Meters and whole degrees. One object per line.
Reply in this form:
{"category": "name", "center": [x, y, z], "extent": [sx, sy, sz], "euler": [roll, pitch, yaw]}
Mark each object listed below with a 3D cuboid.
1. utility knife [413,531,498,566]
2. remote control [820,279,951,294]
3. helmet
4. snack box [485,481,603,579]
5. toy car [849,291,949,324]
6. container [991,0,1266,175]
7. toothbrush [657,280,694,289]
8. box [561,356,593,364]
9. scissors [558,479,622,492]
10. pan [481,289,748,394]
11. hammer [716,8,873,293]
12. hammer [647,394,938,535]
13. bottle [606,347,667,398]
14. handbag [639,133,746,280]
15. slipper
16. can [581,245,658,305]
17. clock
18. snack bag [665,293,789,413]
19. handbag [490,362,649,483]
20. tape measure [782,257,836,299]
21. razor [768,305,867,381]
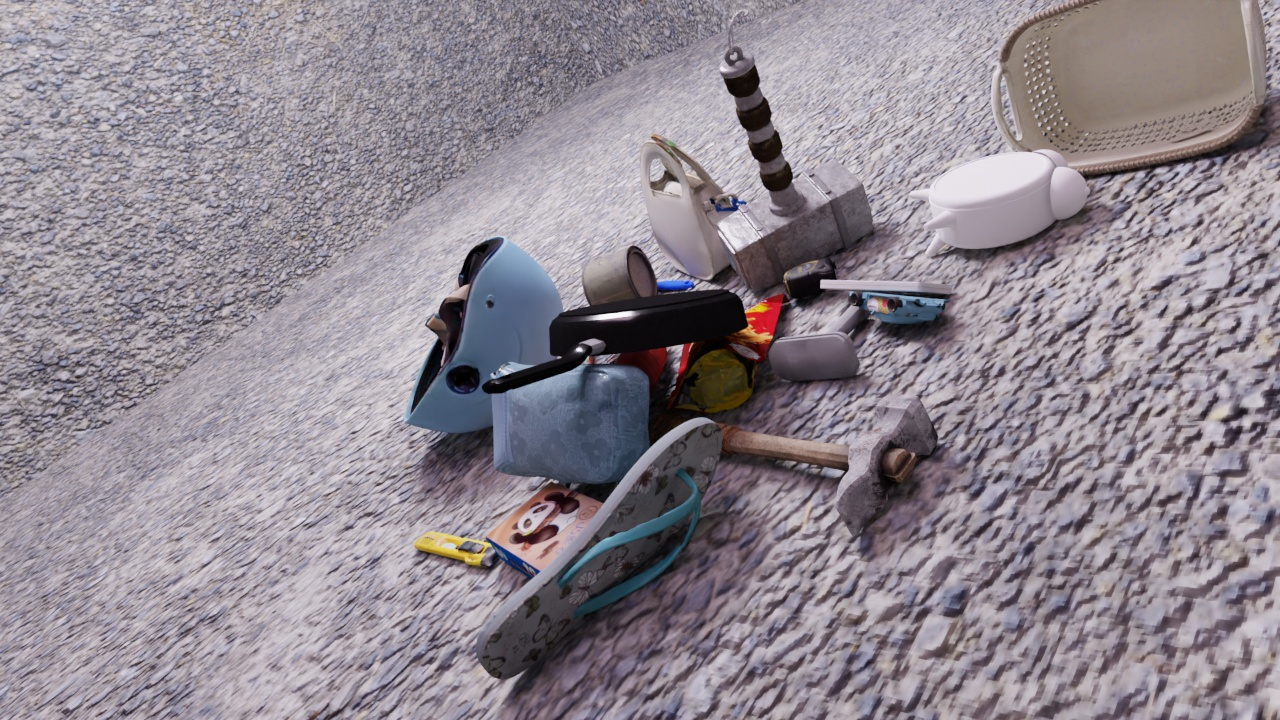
{"category": "utility knife", "center": [-0.193, 0.194, 0.948], "extent": [0.152, 0.017, 0.030], "euler": [-6, 23, 48]}
{"category": "remote control", "center": [0.253, -0.078, 0.958], "extent": [0.050, 0.011, 0.136], "euler": [1, 4, -34]}
{"category": "helmet", "center": [-0.195, -0.015, 1.165], "extent": [0.266, 0.167, 0.225], "euler": [-56, 16, 9]}
{"category": "snack box", "center": [-0.072, 0.164, 0.842], "extent": [0.087, 0.034, 0.151], "euler": [-40, 26, -24]}
{"category": "toy car", "center": [0.251, -0.051, 0.905], "extent": [0.060, 0.027, 0.108], "euler": [1, 8, -23]}
{"category": "container", "center": [0.514, -0.303, 0.955], "extent": [0.247, 0.185, 0.142], "euler": [-2, 25, 46]}
{"category": "toothbrush", "center": [0.012, -0.106, 1.329], "extent": [0.183, 0.018, 0.016], "euler": [4, 39, 48]}
{"category": "box", "center": [-0.085, 0.000, 1.180], "extent": [0.186, 0.056, 0.059], "euler": [-104, 35, -67]}
{"category": "scissors", "center": [-0.029, 0.113, 0.905], "extent": [0.175, 0.014, 0.141], "euler": [-23, 38, 37]}
{"category": "pan", "center": [-0.032, -0.025, 0.873], "extent": [0.204, 0.044, 0.354], "euler": [-4, 8, 32]}
{"category": "hammer", "center": [0.146, -0.241, 1.060], "extent": [0.177, 0.326, 0.079], "euler": [-28, 41, 2]}
{"category": "hammer", "center": [0.105, 0.076, 0.812], "extent": [0.121, 0.049, 0.319], "euler": [-45, 26, -26]}
{"category": "bottle", "center": [-0.006, 0.006, 1.056], "extent": [0.062, 0.062, 0.176], "euler": [-17, 26, 26]}
{"category": "handbag", "center": [0.071, -0.223, 1.269], "extent": [0.093, 0.200, 0.201], "euler": [-30, 25, -13]}
{"category": "slipper", "center": [-0.014, 0.160, 0.738], "extent": [0.268, 0.098, 0.055], "euler": [-44, 51, -14]}
{"category": "can", "center": [-0.027, -0.107, 1.275], "extent": [0.075, 0.090, 0.089], "euler": [-18, 25, 25]}
{"category": "clock", "center": [0.377, -0.164, 0.970], "extent": [0.161, 0.073, 0.125], "euler": [-15, 26, 15]}
{"category": "snack bag", "center": [0.095, -0.011, 1.013], "extent": [0.139, 0.066, 0.207], "euler": [-26, 13, 22]}
{"category": "handbag", "center": [-0.064, 0.057, 0.901], "extent": [0.192, 0.121, 0.118], "euler": [-5, -3, 41]}
{"category": "tape measure", "center": [0.197, -0.093, 1.061], "extent": [0.061, 0.034, 0.061], "euler": [-17, 14, 17]}
{"category": "razor", "center": [0.196, -0.025, 0.921], "extent": [0.088, 0.047, 0.116], "euler": [-5, 25, 44]}
